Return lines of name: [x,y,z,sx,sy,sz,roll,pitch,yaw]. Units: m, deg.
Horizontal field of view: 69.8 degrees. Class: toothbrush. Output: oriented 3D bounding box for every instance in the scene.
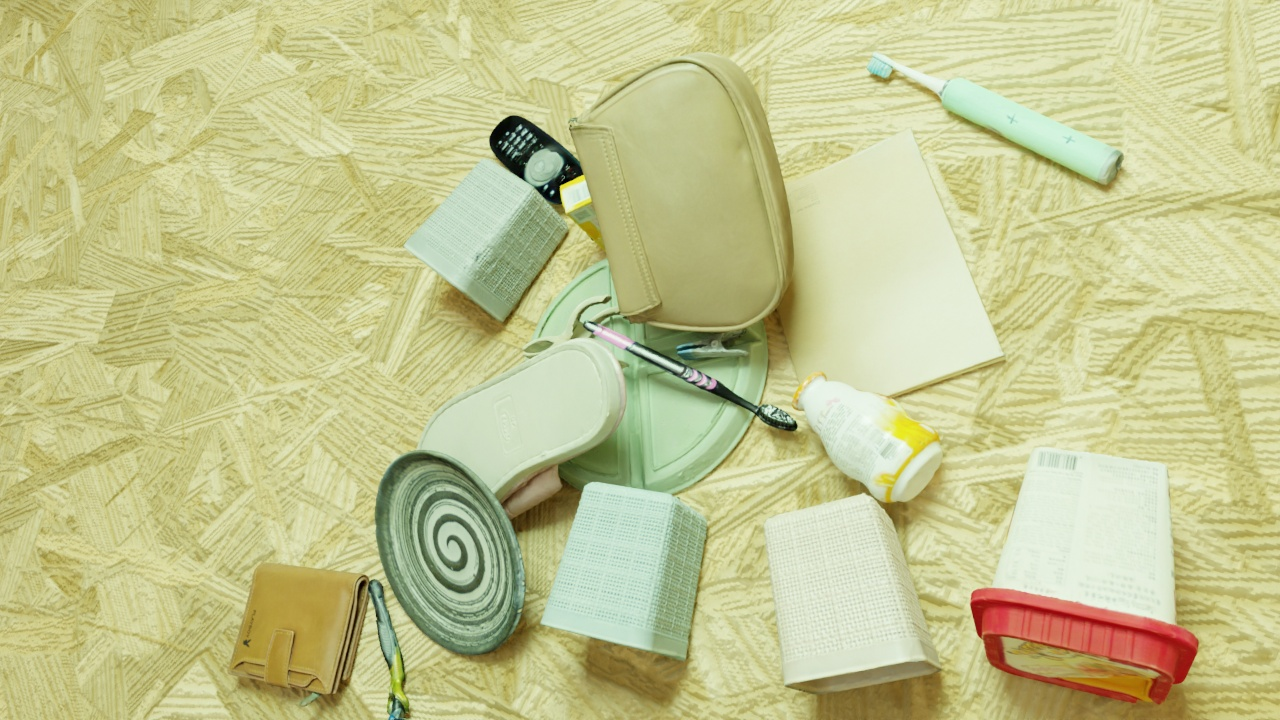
toothbrush: [0.037,0.010,0.717,0.189,0.018,0.014,26,74,12]
toothbrush: [0.269,-0.198,0.719,0.224,0.026,0.027,40,113,32]

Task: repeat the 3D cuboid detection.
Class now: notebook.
notebook: [0.176,-0.070,0.727,0.150,0.012,0.211,-22,63,19]

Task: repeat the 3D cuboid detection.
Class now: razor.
razor: [-0.218,0.256,0.796,0.043,0.022,0.142,118,140,-48]

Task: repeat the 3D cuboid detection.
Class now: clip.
clip: [-0.049,-0.025,0.777,0.100,0.035,0.098,20,86,38]
clip: [0.058,-0.008,0.724,0.057,0.024,0.028,-10,71,16]

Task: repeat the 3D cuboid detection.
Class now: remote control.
remote control: [-0.100,-0.195,0.902,0.053,0.024,0.136,-47,60,2]

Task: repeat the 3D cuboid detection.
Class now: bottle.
bottle: [0.160,0.051,0.659,0.108,0.063,0.063,40,91,31]

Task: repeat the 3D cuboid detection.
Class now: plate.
plate: [-0.157,0.158,0.765,0.180,0.024,0.179,10,107,36]
plate: [-0.005,0.005,0.780,0.231,0.027,0.229,-10,67,23]

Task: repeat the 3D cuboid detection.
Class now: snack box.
snack box: [0.011,-0.147,0.792,0.141,0.087,0.033,-20,64,19]

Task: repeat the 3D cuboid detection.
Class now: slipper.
slipper: [-0.101,0.064,0.760,0.275,0.054,0.114,-34,68,38]

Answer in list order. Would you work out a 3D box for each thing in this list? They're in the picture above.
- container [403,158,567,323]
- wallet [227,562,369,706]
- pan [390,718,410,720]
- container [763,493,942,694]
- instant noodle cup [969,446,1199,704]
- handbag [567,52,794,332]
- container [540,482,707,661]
container: [-0.139,-0.114,0.855,0.090,0.090,0.114,36,87,31]
wallet: [-0.314,0.250,0.842,0.131,0.035,0.118,-1,65,27]
pan: [-0.151,0.386,0.597,0.358,0.078,0.198,29,100,56]
container: [0.139,0.157,0.617,0.090,0.090,0.110,-18,61,20]
instant noodle cup: [0.269,0.127,0.555,0.117,0.116,0.124,7,63,28]
handbag: [0.036,-0.123,0.700,0.148,0.099,0.204,-9,106,21]
container: [-0.007,0.157,0.690,0.090,0.090,0.111,4,71,27]
